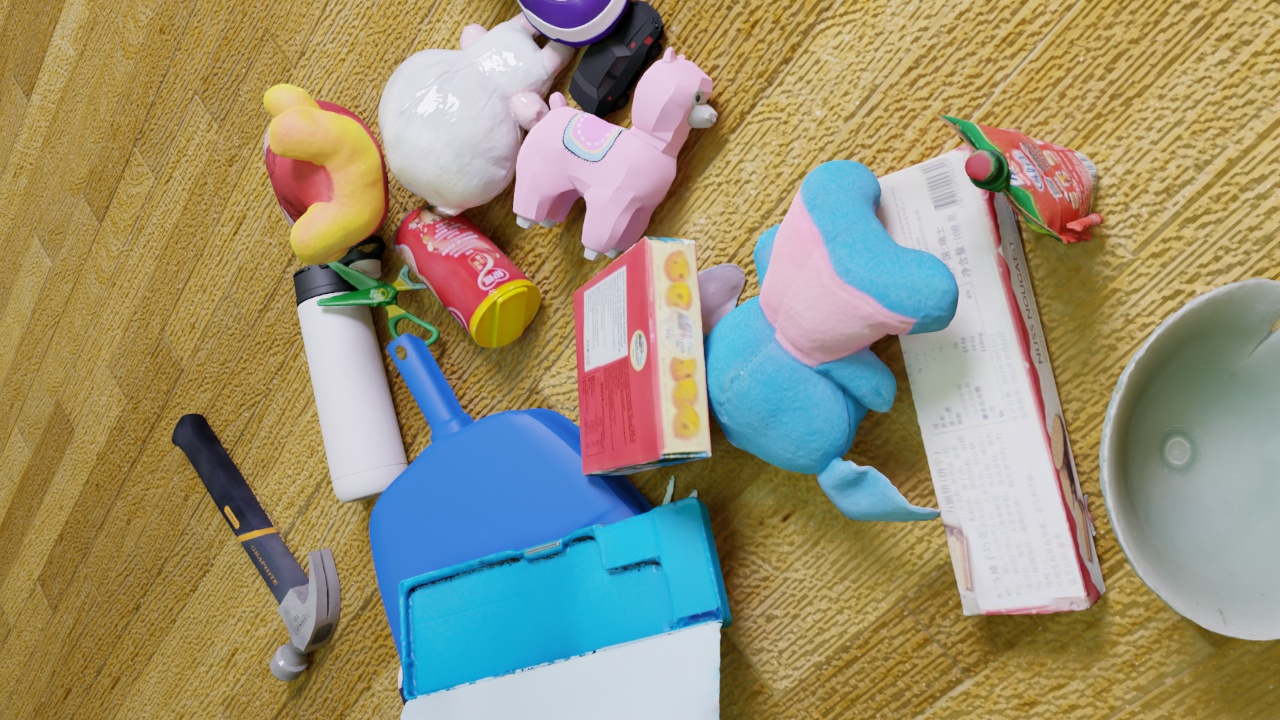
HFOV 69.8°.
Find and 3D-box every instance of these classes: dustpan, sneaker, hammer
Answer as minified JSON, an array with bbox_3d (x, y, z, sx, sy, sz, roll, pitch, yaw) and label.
[{"bbox_3d":[-0.149,0.087,0.750,0.246,0.059,0.257,-35,76,11],"label":"dustpan"},{"bbox_3d":[-0.100,-0.338,0.678,0.092,0.111,0.244,-44,66,6],"label":"sneaker"},{"bbox_3d":[-0.423,0.179,0.987,0.312,0.035,0.140,46,114,23],"label":"hammer"}]

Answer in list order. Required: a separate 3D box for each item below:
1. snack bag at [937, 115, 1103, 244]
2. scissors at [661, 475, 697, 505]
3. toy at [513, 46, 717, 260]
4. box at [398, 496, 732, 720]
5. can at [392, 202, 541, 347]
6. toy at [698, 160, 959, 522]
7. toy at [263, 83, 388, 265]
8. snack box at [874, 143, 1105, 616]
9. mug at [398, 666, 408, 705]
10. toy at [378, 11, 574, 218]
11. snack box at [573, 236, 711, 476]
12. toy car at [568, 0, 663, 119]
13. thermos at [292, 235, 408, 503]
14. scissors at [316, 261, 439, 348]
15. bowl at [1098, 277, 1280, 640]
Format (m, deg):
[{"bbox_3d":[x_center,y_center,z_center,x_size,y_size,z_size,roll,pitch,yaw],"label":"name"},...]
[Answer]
[{"bbox_3d":[0.201,-0.096,0.478,0.044,0.154,0.087,-44,70,31],"label":"snack bag"},{"bbox_3d":[0.002,0.143,0.712,0.083,0.016,0.135,21,103,32],"label":"scissors"},{"bbox_3d":[-0.020,-0.155,0.668,0.123,0.067,0.158,28,106,13],"label":"toy"},{"bbox_3d":[-0.058,0.202,0.628,0.244,0.060,0.175,-19,43,14],"label":"box"},{"bbox_3d":[-0.144,-0.073,0.763,0.124,0.066,0.067,45,115,23],"label":"can"},{"bbox_3d":[0.112,-0.007,0.563,0.224,0.098,0.192,55,136,31],"label":"toy"},{"bbox_3d":[-0.270,-0.159,0.788,0.216,0.098,0.148,-142,51,-64],"label":"toy"},{"bbox_3d":[0.206,0.013,0.551,0.077,0.044,0.273,-16,83,39],"label":"snack box"},{"bbox_3d":[-0.150,0.279,0.789,0.112,0.086,0.089,-23,76,-3],"label":"mug"},{"bbox_3d":[-0.133,-0.207,0.736,0.179,0.101,0.139,-41,70,3],"label":"toy"},{"bbox_3d":[-0.004,0.004,0.638,0.145,0.040,0.142,155,114,-64],"label":"snack box"},{"bbox_3d":[-0.020,-0.226,0.688,0.042,0.036,0.092,48,117,22],"label":"toy car"},{"bbox_3d":[-0.257,0.009,0.848,0.101,0.068,0.230,-18,82,20],"label":"thermos"},{"bbox_3d":[-0.226,-0.067,0.818,0.131,0.012,0.108,33,88,5],"label":"scissors"},{"bbox_3d":[0.297,0.049,0.472,0.174,0.068,0.174,1,86,-9],"label":"bowl"}]
